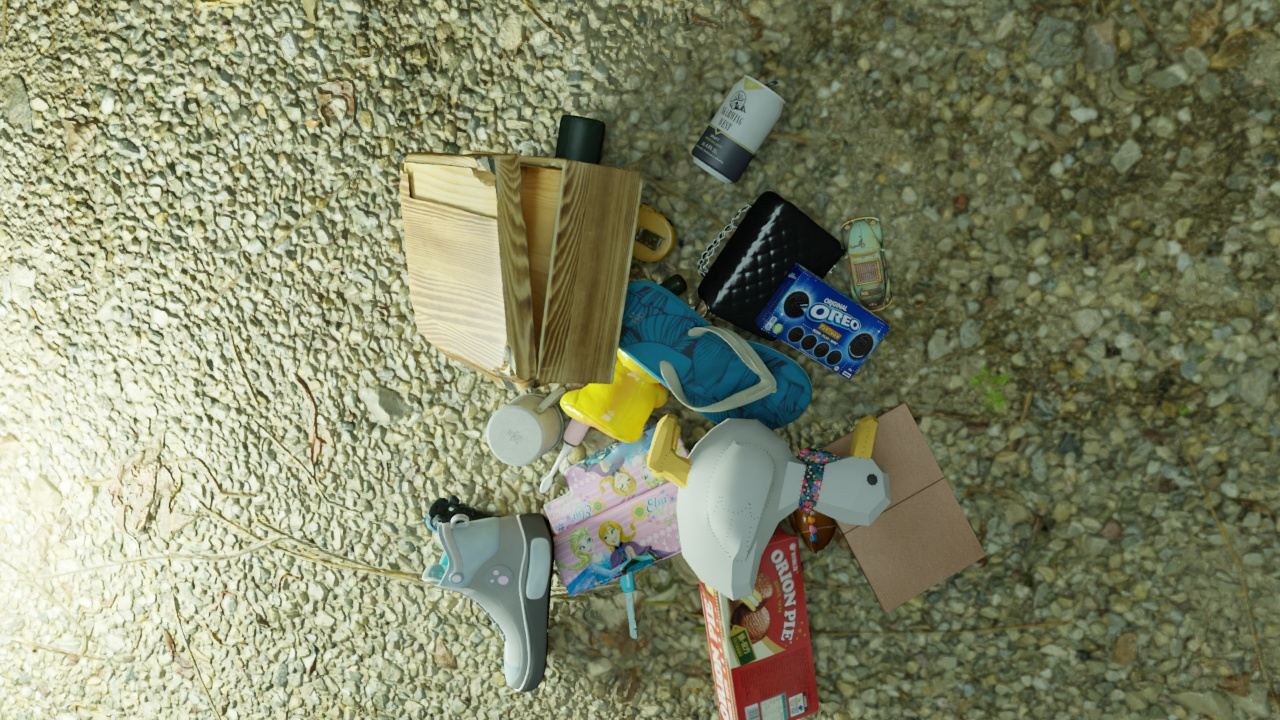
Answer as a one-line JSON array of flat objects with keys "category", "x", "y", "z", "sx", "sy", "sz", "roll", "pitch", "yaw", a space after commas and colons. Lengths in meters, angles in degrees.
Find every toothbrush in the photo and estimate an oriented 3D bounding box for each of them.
[{"category": "toothbrush", "x": -0.076, "y": 0.078, "z": 1.181, "sx": 0.027, "sy": 0.026, "sz": 0.223, "roll": 30, "pitch": 103, "yaw": 0}]

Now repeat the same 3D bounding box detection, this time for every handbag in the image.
[{"category": "handbag", "x": 0.152, "y": -0.110, "z": 1.088, "sx": 0.125, "sy": 0.114, "sz": 0.154, "roll": 29, "pitch": 101, "yaw": -17}]

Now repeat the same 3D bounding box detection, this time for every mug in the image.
[{"category": "mug", "x": -0.139, "y": 0.078, "z": 1.172, "sx": 0.084, "sy": 0.070, "sz": 0.113, "roll": 41, "pitch": 106, "yaw": 4}]

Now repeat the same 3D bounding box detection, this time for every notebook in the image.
[{"category": "notebook", "x": 0.304, "y": 0.176, "z": 1.099, "sx": 0.141, "sy": 0.008, "sz": 0.209, "roll": -28, "pitch": 91, "yaw": -4}]

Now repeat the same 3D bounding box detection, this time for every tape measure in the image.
[{"category": "tape measure", "x": 0.013, "y": -0.150, "z": 1.127, "sx": 0.059, "sy": 0.030, "sz": 0.068, "roll": 31, "pitch": 104, "yaw": 8}]

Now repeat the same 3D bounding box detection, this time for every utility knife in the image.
[{"category": "utility knife", "x": -0.016, "y": 0.285, "z": 1.204, "sx": 0.022, "sy": 0.015, "sz": 0.169, "roll": -11, "pitch": 98, "yaw": -17}]

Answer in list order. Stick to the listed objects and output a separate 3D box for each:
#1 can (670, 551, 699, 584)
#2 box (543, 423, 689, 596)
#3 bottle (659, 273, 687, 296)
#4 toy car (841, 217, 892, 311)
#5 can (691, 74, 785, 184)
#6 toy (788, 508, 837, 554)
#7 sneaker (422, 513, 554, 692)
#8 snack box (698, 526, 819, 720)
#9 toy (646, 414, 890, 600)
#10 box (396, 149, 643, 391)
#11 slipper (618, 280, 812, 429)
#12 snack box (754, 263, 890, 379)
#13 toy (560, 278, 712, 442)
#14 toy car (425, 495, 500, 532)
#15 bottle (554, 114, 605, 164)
[{"category": "can", "x": 0.082, "y": 0.237, "z": 1.160, "sx": 0.086, "sy": 0.043, "sz": 0.086, "roll": 2, "pitch": 98, "yaw": 12}, {"category": "box", "x": -0.023, "y": 0.186, "z": 1.160, "sx": 0.231, "sy": 0.035, "sz": 0.159, "roll": -28, "pitch": 78, "yaw": 22}, {"category": "bottle", "x": 0.009, "y": -0.071, "z": 1.141, "sx": 0.106, "sy": 0.025, "sz": 0.025, "roll": -32, "pitch": 90, "yaw": 14}, {"category": "toy car", "x": 0.264, "y": -0.110, "z": 1.069, "sx": 0.047, "sy": 0.047, "sz": 0.112, "roll": -10, "pitch": 98, "yaw": 14}, {"category": "can", "x": 0.117, "y": -0.273, "z": 1.069, "sx": 0.064, "sy": 0.064, "sz": 0.127, "roll": 35, "pitch": 103, "yaw": 5}, {"category": "toy", "x": 0.202, "y": 0.181, "z": 1.098, "sx": 0.071, "sy": 0.102, "sz": 0.090, "roll": -16, "pitch": 101, "yaw": 19}, {"category": "sneaker", "x": -0.196, "y": 0.312, "z": 1.169, "sx": 0.160, "sy": 0.093, "sz": 0.257, "roll": 3, "pitch": 110, "yaw": -14}, {"category": "snack box", "x": 0.143, "y": 0.329, "z": 1.118, "sx": 0.113, "sy": 0.060, "sz": 0.236, "roll": -13, "pitch": 102, "yaw": -19}, {"category": "toy", "x": 0.138, "y": 0.146, "z": 1.031, "sx": 0.267, "sy": 0.141, "sz": 0.246, "roll": 20, "pitch": 80, "yaw": 10}, {"category": "box", "x": -0.154, "y": -0.106, "z": 1.029, "sx": 0.279, "sy": 0.175, "sz": 0.247, "roll": 22, "pitch": 108, "yaw": 53}, {"category": "slipper", "x": 0.082, "y": 0.011, "z": 1.053, "sx": 0.294, "sy": 0.060, "sz": 0.118, "roll": 32, "pitch": 110, "yaw": -26}, {"category": "snack box", "x": 0.212, "y": -0.043, "z": 1.060, "sx": 0.150, "sy": 0.027, "sz": 0.082, "roll": 26, "pitch": 108, "yaw": -29}, {"category": "toy", "x": -0.007, "y": 0.006, "z": 1.106, "sx": 0.134, "sy": 0.087, "sz": 0.194, "roll": 33, "pitch": 96, "yaw": -21}, {"category": "toy car", "x": -0.227, "y": 0.225, "z": 1.220, "sx": 0.120, "sy": 0.056, "sz": 0.044, "roll": 24, "pitch": 125, "yaw": 3}, {"category": "bottle", "x": -0.084, "y": -0.210, "z": 1.128, "sx": 0.055, "sy": 0.055, "sz": 0.174, "roll": 13, "pitch": 102, "yaw": 10}]
